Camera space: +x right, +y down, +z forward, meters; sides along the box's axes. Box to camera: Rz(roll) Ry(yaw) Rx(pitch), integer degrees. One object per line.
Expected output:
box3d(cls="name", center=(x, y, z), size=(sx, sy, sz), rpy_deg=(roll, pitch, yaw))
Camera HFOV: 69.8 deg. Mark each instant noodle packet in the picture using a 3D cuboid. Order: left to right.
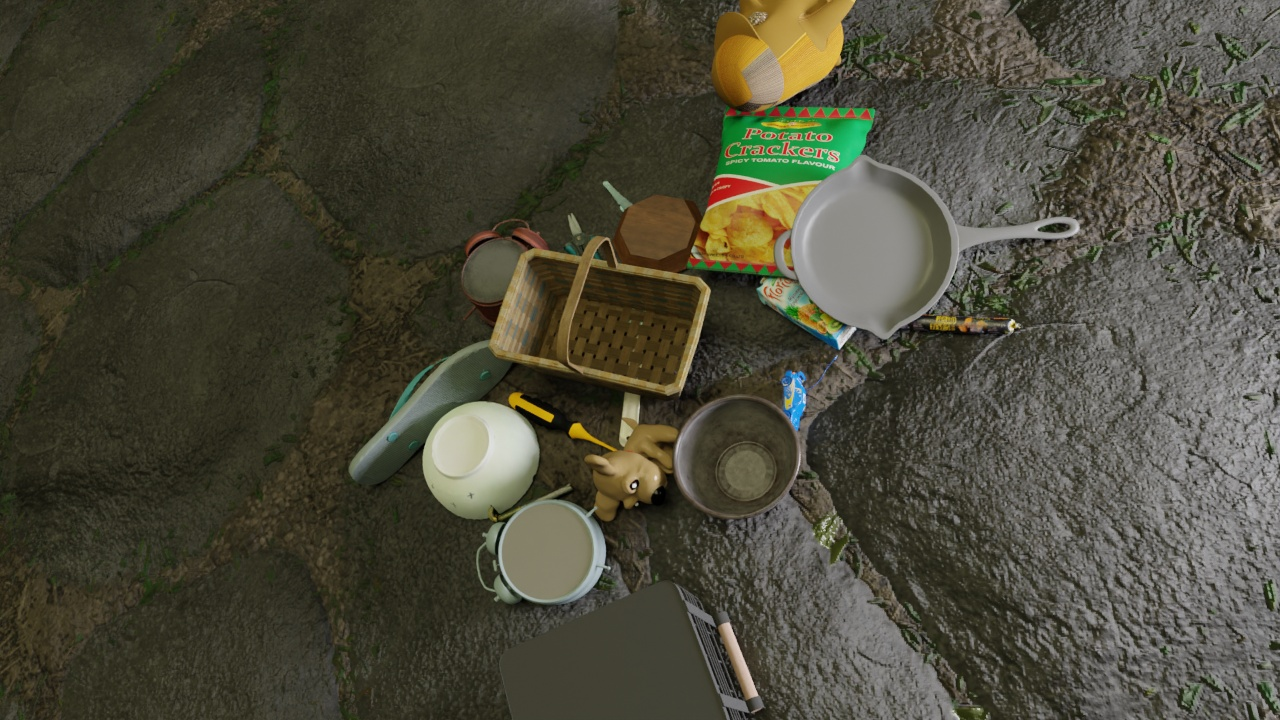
box3d(cls="instant noodle packet", center=(0.178, -0.219, 1.162), size=(0.196, 0.090, 0.252), rpy_deg=(7, 68, 19))

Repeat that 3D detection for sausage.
box3d(cls="sausage", center=(0.356, -0.042, 1.063), size=(0.155, 0.020, 0.020), rpy_deg=(5, 69, 21))

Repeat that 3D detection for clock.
box3d(cls="clock", center=(-0.184, -0.121, 1.256), size=(0.121, 0.072, 0.157), rpy_deg=(-3, 67, 18))
box3d(cls="clock", center=(-0.117, 0.228, 1.079), size=(0.159, 0.045, 0.122), rpy_deg=(-15, 75, 7))

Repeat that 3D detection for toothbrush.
box3d(cls="toothbrush", center=(-0.086, 0.086, 1.157), size=(0.197, 0.031, 0.031), rpy_deg=(25, 85, 22))

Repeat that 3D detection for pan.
box3d(cls="pan", center=(0.333, -0.138, 1.075), size=(0.354, 0.024, 0.216), rpy_deg=(-6, 85, 0))

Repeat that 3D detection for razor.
box3d(cls="razor", center=(-0.133, 0.177, 1.132), size=(0.106, 0.042, 0.026), rpy_deg=(-24, 58, -3))

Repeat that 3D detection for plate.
box3d(cls="plate", center=(0.024, -0.171, 1.223), size=(0.131, 0.025, 0.131), rpy_deg=(-4, 66, 9))

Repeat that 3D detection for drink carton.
box3d(cls="drink carton", center=(0.200, -0.064, 1.116), size=(0.129, 0.038, 0.044), rpy_deg=(37, 82, 28))

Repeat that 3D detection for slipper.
box3d(cls="slipper", center=(-0.283, 0.054, 1.199), size=(0.268, 0.098, 0.055), rpy_deg=(-43, 62, -1))

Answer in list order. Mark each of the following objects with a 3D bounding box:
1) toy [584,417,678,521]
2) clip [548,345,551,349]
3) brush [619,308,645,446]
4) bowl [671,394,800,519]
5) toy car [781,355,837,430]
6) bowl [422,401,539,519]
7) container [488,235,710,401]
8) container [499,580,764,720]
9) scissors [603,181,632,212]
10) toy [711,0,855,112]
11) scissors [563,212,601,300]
box3d(cls="toy", center=(-0.006, 0.123, 1.074), size=(0.106, 0.134, 0.108), rpy_deg=(26, 57, 24))
box3d(cls="clip", center=(-0.112, -0.019, 1.223), size=(0.047, 0.039, 0.053), rpy_deg=(4, 70, 16))
box3d(cls="brush", center=(-0.007, 0.007, 1.174), size=(0.033, 0.012, 0.217), rpy_deg=(-2, 68, 18))
box3d(cls="bowl", center=(0.115, 0.117, 1.049), size=(0.145, 0.067, 0.144), rpy_deg=(-7, 65, 16))
box3d(cls="toy car", center=(0.199, 0.039, 1.072), size=(0.062, 0.033, 0.091), rpy_deg=(-6, 65, 24))
box3d(cls="bowl", center=(-0.211, 0.118, 1.160), size=(0.154, 0.073, 0.153), rpy_deg=(-7, 66, 16))
box3d(cls="container", center=(-0.052, -0.049, 1.095), size=(0.250, 0.186, 0.157), rpy_deg=(12, 73, 17))
box3d(cls="container", center=(-0.013, 0.350, 0.953), size=(0.241, 0.130, 0.162), rpy_deg=(-26, 61, 7))
box3d(cls="scissors", center=(-0.013, -0.211, 1.271), size=(0.063, 0.015, 0.138), rpy_deg=(-37, 65, 3))
box3d(cls="toy", center=(0.168, -0.408, 1.193), size=(0.202, 0.162, 0.199), rpy_deg=(-46, 18, -27))
box3d(cls="scissors", center=(-0.070, -0.145, 1.259), size=(0.137, 0.019, 0.129), rpy_deg=(22, 67, 19))
